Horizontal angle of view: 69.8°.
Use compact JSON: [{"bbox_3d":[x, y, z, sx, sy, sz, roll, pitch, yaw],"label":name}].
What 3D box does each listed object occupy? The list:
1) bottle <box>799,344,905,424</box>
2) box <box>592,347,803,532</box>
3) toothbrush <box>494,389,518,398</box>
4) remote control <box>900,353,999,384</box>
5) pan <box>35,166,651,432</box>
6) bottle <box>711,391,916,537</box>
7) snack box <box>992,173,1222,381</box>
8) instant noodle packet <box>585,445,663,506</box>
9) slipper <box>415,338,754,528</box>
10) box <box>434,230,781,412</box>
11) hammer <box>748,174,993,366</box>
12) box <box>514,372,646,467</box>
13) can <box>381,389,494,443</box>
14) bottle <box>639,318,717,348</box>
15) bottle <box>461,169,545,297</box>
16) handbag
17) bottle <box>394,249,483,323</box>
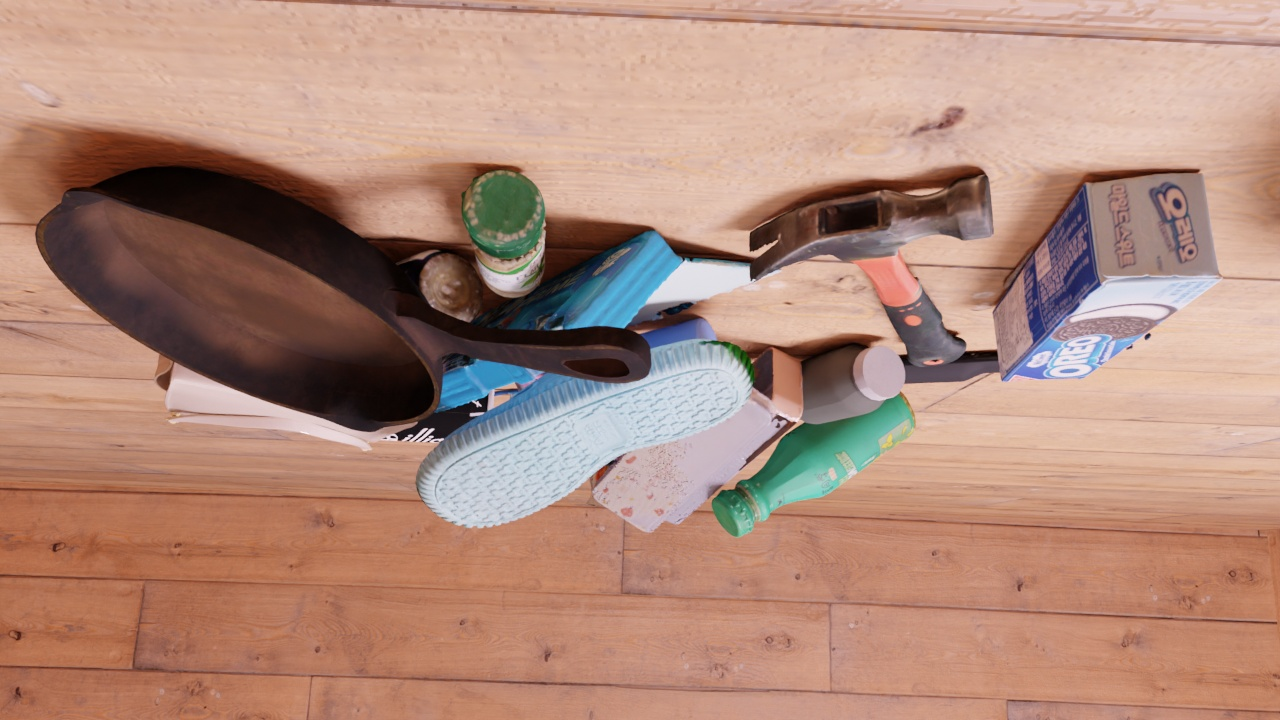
[{"bbox_3d":[0.173,0.019,0.783,0.060,0.060,0.109,8,166,-23],"label":"bottle"},{"bbox_3d":[0.057,0.069,0.832,0.095,0.107,0.217,42,133,2],"label":"box"},{"bbox_3d":[-0.190,0.041,1.033,0.132,0.016,0.021,-2,164,13],"label":"toothbrush"},{"bbox_3d":[0.295,0.006,0.796,0.141,0.021,0.045,-5,167,22],"label":"remote control"},{"bbox_3d":[-0.158,-0.028,0.508,0.357,0.043,0.249,5,151,21],"label":"pan"},{"bbox_3d":[0.162,0.094,0.865,0.209,0.068,0.068,-30,177,-18],"label":"bottle"},{"bbox_3d":[0.258,-0.037,0.535,0.059,0.059,0.226,-4,166,8],"label":"snack box"},{"bbox_3d":[0.002,0.118,1.120,0.057,0.146,0.270,39,160,-6],"label":"instant noodle packet"},{"bbox_3d":[-0.048,0.044,0.693,0.276,0.069,0.116,-23,139,10],"label":"slipper"},{"bbox_3d":[-0.045,-0.034,0.631,0.173,0.063,0.244,-25,-176,-35],"label":"box"},{"bbox_3d":[0.174,-0.039,0.605,0.133,0.033,0.333,-6,165,25],"label":"hammer"},{"bbox_3d":[-0.034,0.057,0.880,0.099,0.098,0.232,4,169,24],"label":"box"},{"bbox_3d":[-0.215,0.038,0.880,0.146,0.080,0.080,4,167,-7],"label":"can"},{"bbox_3d":[-0.004,0.004,0.731,0.131,0.048,0.048,-14,162,24],"label":"bottle"},{"bbox_3d":[-0.073,-0.065,0.503,0.042,0.042,0.110,3,168,-5],"label":"bottle"},{"bbox_3d":[-0.288,0.025,0.750,0.194,0.101,0.198,12,156,-27],"label":"handbag"},{"bbox_3d":[-0.172,-0.034,0.619,0.161,0.056,0.056,-10,162,43],"label":"bottle"}]
